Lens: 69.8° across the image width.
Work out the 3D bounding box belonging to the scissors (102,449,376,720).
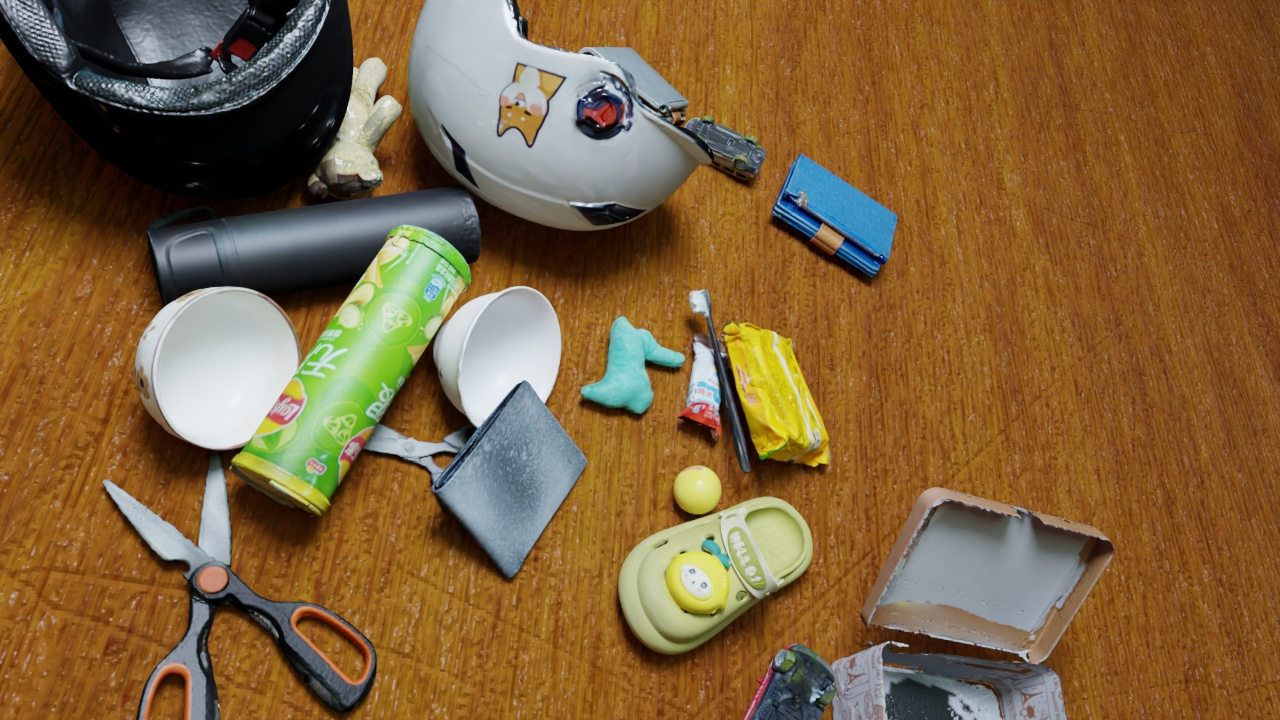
[{"bbox_3d":[-0.271,0.167,0.608,0.224,0.022,0.220,19,52,-15],"label":"scissors"}]

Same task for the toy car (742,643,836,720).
[{"bbox_3d":[0.103,0.273,0.695,0.053,0.045,0.120,40,60,-2],"label":"toy car"}]

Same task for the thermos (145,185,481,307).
[{"bbox_3d":[-0.256,-0.101,0.731,0.242,0.069,0.090,-13,62,-29],"label":"thermos"}]

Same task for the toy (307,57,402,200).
[{"bbox_3d":[-0.251,-0.204,0.801,0.105,0.066,0.157,-9,58,8],"label":"toy"}]

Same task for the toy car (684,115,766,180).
[{"bbox_3d":[0.086,-0.224,0.969,0.090,0.035,0.042,26,54,-2],"label":"toy car"}]

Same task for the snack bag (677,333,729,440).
[{"bbox_3d":[0.060,0.022,0.827,0.045,0.026,0.105,20,55,-9],"label":"snack bag"}]

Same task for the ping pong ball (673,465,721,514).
[{"bbox_3d":[0.047,0.108,0.764,0.040,0.040,0.040,10,59,-18],"label":"ping pong ball"}]

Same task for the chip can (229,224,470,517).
[{"bbox_3d":[-0.204,0.001,0.669,0.072,0.073,0.220,30,67,-6],"label":"chip can"}]

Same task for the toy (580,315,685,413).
[{"bbox_3d":[-0.005,0.005,0.807,0.096,0.030,0.091,16,60,-22],"label":"toy"}]

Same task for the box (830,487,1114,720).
[{"bbox_3d":[0.259,0.243,0.726,0.179,0.130,0.272,14,84,-17],"label":"box"}]

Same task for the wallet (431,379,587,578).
[{"bbox_3d":[-0.095,0.089,0.702,0.097,0.019,0.120,57,49,-28],"label":"wallet"}]

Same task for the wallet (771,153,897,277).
[{"bbox_3d":[0.210,-0.157,0.985,0.133,0.040,0.106,31,46,-5],"label":"wallet"}]

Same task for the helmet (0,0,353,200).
[{"bbox_3d":[-0.340,-0.257,0.685,0.233,0.231,0.274,-25,65,-18],"label":"helmet"}]

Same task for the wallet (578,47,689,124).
[{"bbox_3d":[-0.003,-0.277,0.934,0.106,0.037,0.129,42,24,1],"label":"wallet"}]

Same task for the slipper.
[{"bbox_3d":[0.070,0.156,0.726,0.190,0.082,0.091,-19,69,-34],"label":"slipper"}]

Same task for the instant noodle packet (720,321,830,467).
[{"bbox_3d":[0.121,0.033,0.820,0.110,0.044,0.128,13,54,-53],"label":"instant noodle packet"}]

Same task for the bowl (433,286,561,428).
[{"bbox_3d":[-0.124,-0.005,0.729,0.065,0.118,0.118,13,47,32],"label":"bowl"}]

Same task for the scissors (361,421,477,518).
[{"bbox_3d":[-0.172,0.072,0.705,0.162,0.014,0.166,-20,72,-32],"label":"scissors"}]

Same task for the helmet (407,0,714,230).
[{"bbox_3d":[-0.088,-0.200,0.793,0.274,0.230,0.157,37,96,-13],"label":"helmet"}]

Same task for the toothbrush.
[{"bbox_3d":[0.070,0.015,0.808,0.018,0.016,0.181,-1,63,-25],"label":"toothbrush"}]

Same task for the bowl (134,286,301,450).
[{"bbox_3d":[-0.304,0.003,0.644,0.062,0.113,0.113,6,48,31],"label":"bowl"}]
